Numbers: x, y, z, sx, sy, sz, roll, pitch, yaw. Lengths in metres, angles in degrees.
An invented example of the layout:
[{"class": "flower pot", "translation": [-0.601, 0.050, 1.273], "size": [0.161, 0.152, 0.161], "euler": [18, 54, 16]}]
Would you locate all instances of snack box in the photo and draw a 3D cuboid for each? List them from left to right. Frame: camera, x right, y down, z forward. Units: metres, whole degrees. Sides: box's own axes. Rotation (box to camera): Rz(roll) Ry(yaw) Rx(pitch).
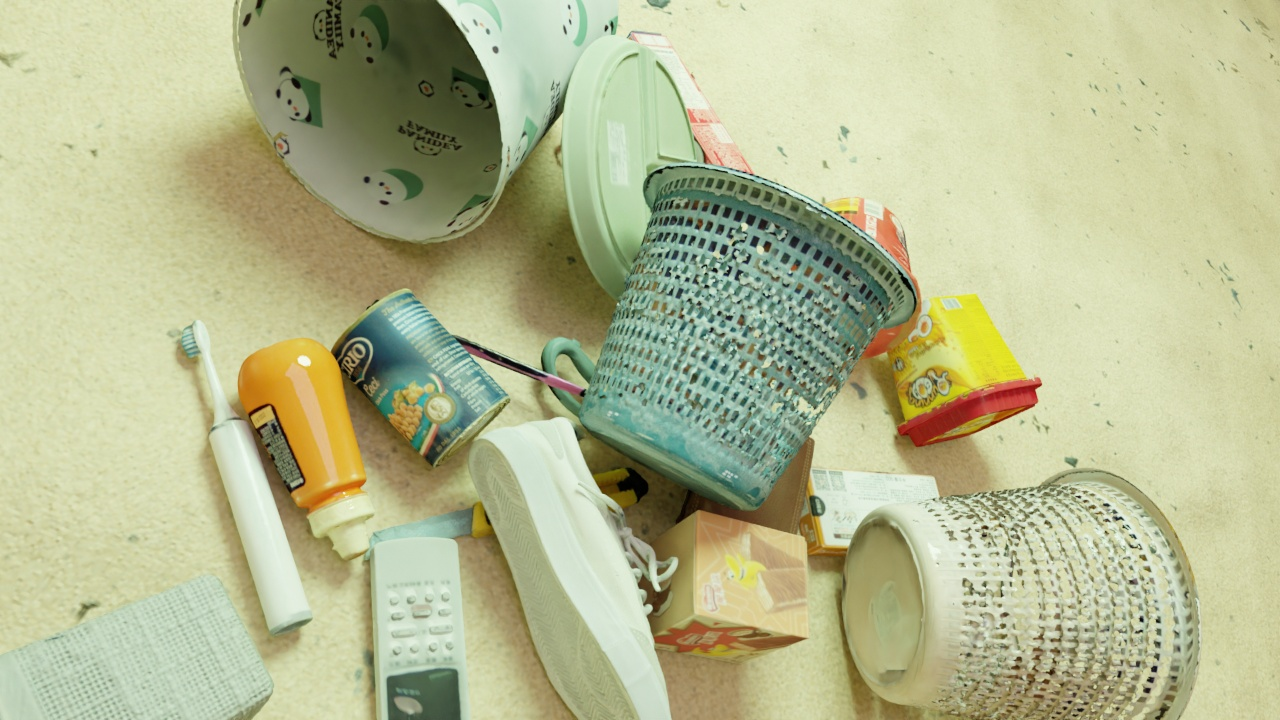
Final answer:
[{"class": "snack box", "translation": [0.042, -0.237, 0.928], "size": [0.058, 0.057, 0.207], "euler": [-15, 70, -44]}, {"class": "snack box", "translation": [0.059, 0.170, 0.677], "size": [0.094, 0.093, 0.076], "euler": [17, 55, -21]}, {"class": "snack box", "translation": [0.210, 0.138, 0.826], "size": [0.153, 0.026, 0.075], "euler": [8, 60, -26]}]

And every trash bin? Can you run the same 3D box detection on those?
[{"class": "trash bin", "translation": [-0.150, -0.256, 0.742], "size": [0.229, 0.230, 0.251], "euler": [37, 45, -5]}, {"class": "trash bin", "translation": [0.060, -0.004, 0.687], "size": [0.226, 0.227, 0.195], "euler": [30, 81, -11]}, {"class": "trash bin", "translation": [0.277, 0.194, 0.728], "size": [0.192, 0.228, 0.227], "euler": [5, 59, -13]}]

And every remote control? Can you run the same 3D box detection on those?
[{"class": "remote control", "translation": [-0.142, 0.189, 0.593], "size": [0.058, 0.021, 0.150], "euler": [3, 64, -28]}]

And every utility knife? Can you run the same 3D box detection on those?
[{"class": "utility knife", "translation": [-0.090, 0.113, 0.677], "size": [0.230, 0.015, 0.033], "euler": [-9, 66, -32]}]

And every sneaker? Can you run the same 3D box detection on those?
[{"class": "sneaker", "translation": [-0.031, 0.150, 0.639], "size": [0.090, 0.090, 0.242], "euler": [-17, 74, -39]}]

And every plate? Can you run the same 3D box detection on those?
[{"class": "plate", "translation": [0.001, -0.162, 0.793], "size": [0.229, 0.028, 0.230], "euler": [4, 85, -63]}]

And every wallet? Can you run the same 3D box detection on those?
[{"class": "wallet", "translation": [0.089, 0.100, 0.770], "size": [0.101, 0.032, 0.124], "euler": [25, 62, -14]}]

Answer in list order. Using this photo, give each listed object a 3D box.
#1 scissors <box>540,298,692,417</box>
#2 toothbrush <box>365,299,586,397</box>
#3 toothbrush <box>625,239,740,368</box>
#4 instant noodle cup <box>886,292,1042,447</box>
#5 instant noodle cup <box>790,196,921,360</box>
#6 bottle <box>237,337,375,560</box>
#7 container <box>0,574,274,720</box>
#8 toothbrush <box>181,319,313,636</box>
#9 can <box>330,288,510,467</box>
[{"class": "scissors", "translation": [-0.001, 0.002, 0.774], "size": [0.170, 0.019, 0.174], "euler": [24, 65, -24]}, {"class": "toothbrush", "translation": [-0.122, -0.008, 0.714], "size": [0.189, 0.014, 0.017], "euler": [22, 44, -5]}, {"class": "toothbrush", "translation": [0.044, -0.049, 0.844], "size": [0.027, 0.026, 0.212], "euler": [40, 54, 6]}, {"class": "instant noodle cup", "translation": [0.303, 0.007, 0.895], "size": [0.115, 0.116, 0.123], "euler": [-8, 70, -33]}, {"class": "instant noodle cup", "translation": [0.203, -0.085, 0.891], "size": [0.138, 0.138, 0.108], "euler": [30, 43, -11]}, {"class": "bottle", "translation": [-0.215, 0.061, 0.611], "size": [0.066, 0.067, 0.149], "euler": [-18, 80, -36]}, {"class": "container", "translation": [-0.269, 0.180, 0.488], "size": [0.114, 0.090, 0.090], "euler": [-24, 77, -40]}, {"class": "toothbrush", "translation": [-0.260, 0.070, 0.597], "size": [0.026, 0.027, 0.221], "euler": [-26, 74, 2]}, {"class": "can", "translation": [-0.156, 0.014, 0.659], "size": [0.111, 0.076, 0.075], "euler": [46, 50, 2]}]
